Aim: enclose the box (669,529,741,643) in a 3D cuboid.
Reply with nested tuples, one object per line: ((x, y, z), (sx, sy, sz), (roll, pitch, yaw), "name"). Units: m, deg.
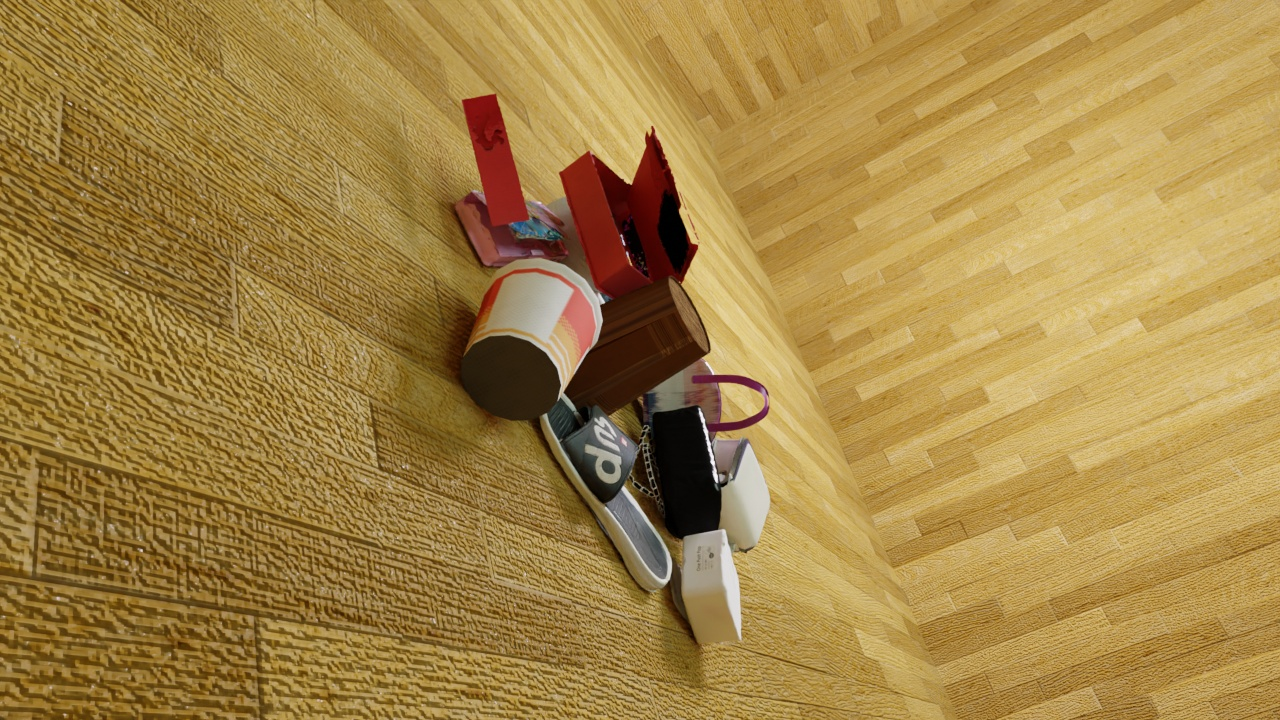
((0.063, 0.275, 1.098), (0.107, 0.102, 0.102), (-80, 158, -56), "box")

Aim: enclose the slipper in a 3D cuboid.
((-0.025, 0.131, 1.002), (0.264, 0.063, 0.111), (62, 15, -13), "slipper")

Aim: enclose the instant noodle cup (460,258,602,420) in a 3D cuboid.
((-0.109, -0.015, 0.879), (0.123, 0.124, 0.120), (56, 25, -23), "instant noodle cup")

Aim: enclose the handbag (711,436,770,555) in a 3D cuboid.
((0.115, 0.213, 1.295), (0.151, 0.074, 0.175), (65, 36, -39), "handbag")

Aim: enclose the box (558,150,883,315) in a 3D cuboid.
((0.099, -0.149, 1.227), (0.424, 0.128, 0.212), (3, 50, -27), "box")

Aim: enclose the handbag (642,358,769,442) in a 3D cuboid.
((0.093, 0.058, 1.268), (0.068, 0.170, 0.144), (2, 86, -71), "handbag")

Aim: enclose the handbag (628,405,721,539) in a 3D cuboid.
((0.043, 0.153, 1.185), (0.153, 0.114, 0.125), (-105, -176, -47), "handbag")

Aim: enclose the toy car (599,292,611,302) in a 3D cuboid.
((-0.030, -0.077, 1.384), (0.107, 0.028, 0.060), (37, 30, -53), "toy car")

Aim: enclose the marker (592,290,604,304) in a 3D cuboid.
((-0.057, -0.075, 1.319), (0.133, 0.017, 0.020), (59, -21, -13), "marker")

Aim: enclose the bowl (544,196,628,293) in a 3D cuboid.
((-0.068, -0.177, 1.292), (0.150, 0.075, 0.150), (43, 23, -25), "bowl")

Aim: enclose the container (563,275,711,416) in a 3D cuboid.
((-0.016, -0.016, 1.069), (0.132, 0.167, 0.132), (55, 18, -27), "container")

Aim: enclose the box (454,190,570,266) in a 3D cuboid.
((-0.139, -0.163, 1.109), (0.084, 0.063, 0.230), (64, 16, 1), "box")
